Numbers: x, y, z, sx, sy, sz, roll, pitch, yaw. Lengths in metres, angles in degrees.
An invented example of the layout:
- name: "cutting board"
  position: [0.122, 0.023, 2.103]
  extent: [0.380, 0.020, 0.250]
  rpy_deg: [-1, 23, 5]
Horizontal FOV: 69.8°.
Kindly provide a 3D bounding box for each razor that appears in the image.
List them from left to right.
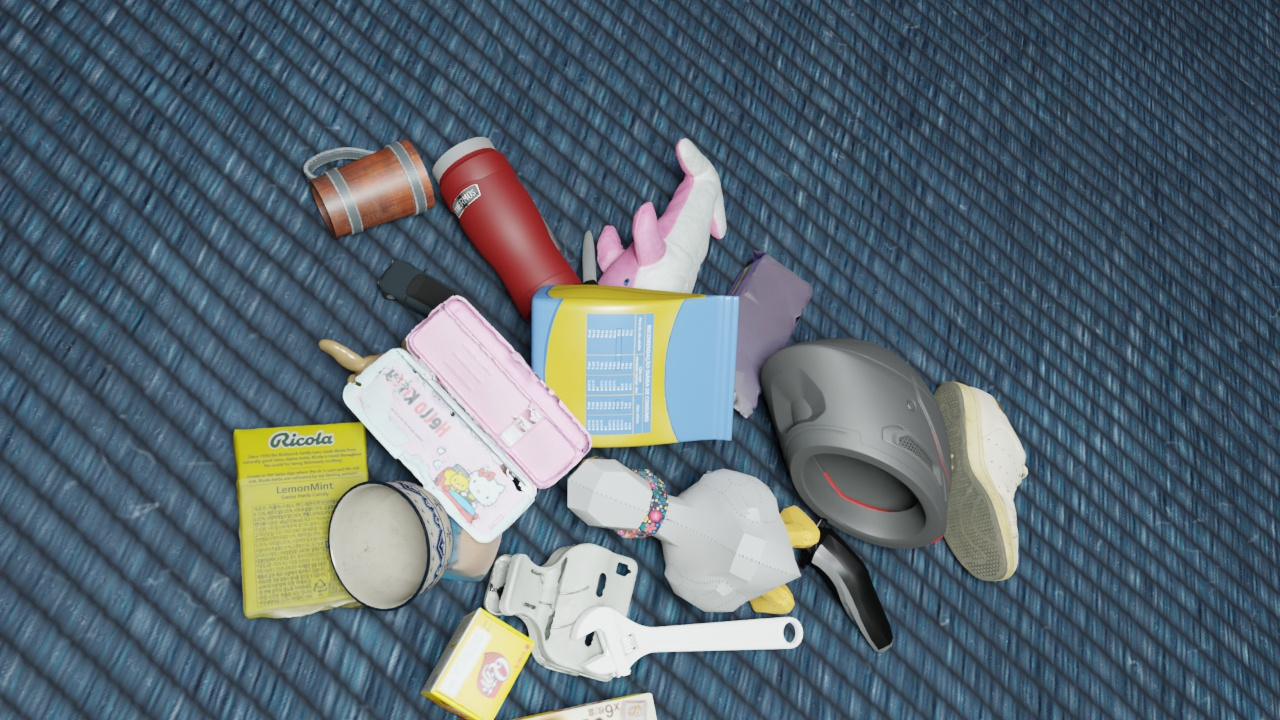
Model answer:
- name: "razor"
  position: [0.230, 0.250, 1.004]
  extent: [0.156, 0.060, 0.057]
  rpy_deg: [50, 38, 2]

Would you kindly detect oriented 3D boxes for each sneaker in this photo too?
- name: "sneaker"
  position: [0.414, 0.143, 1.091]
  extent: [0.102, 0.089, 0.241]
  rpy_deg: [8, 63, -23]

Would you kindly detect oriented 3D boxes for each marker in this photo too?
- name: "marker"
  position: [-0.056, -0.104, 1.047]
  extent: [0.016, 0.022, 0.138]
  rpy_deg: [29, 38, -32]

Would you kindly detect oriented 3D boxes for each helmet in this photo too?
- name: "helmet"
  position: [0.245, 0.071, 1.015]
  extent: [0.264, 0.165, 0.169]
  rpy_deg: [39, 50, -16]

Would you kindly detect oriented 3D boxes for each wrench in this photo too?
- name: "wrench"
  position: [0.055, 0.280, 0.928]
  extent: [0.273, 0.018, 0.066]
  rpy_deg: [7, 75, -29]

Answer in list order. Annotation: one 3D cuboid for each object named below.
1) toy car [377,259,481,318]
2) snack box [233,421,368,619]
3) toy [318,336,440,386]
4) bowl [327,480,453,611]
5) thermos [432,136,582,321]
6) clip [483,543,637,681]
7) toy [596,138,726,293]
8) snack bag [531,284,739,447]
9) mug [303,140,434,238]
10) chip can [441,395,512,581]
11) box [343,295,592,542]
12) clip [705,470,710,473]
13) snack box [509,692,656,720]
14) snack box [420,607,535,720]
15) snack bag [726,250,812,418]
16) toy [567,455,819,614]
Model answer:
- name: "toy car"
  position: [-0.228, -0.069, 0.996]
  extent: [0.112, 0.034, 0.046]
  rpy_deg: [29, 64, -4]
- name: "snack box"
  position: [-0.320, 0.152, 0.878]
  extent: [0.121, 0.045, 0.180]
  rpy_deg: [-3, 74, -21]
- name: "toy"
  position: [-0.243, 0.013, 0.927]
  extent: [0.134, 0.106, 0.108]
  rpy_deg: [48, 49, -2]
- name: "bowl"
  position: [-0.220, 0.163, 0.834]
  extent: [0.115, 0.116, 0.059]
  rpy_deg: [61, 24, 11]
- name: "thermos"
  position: [-0.143, -0.149, 1.033]
  extent: [0.198, 0.084, 0.107]
  rpy_deg: [57, 34, 7]
- name: "clip"
  position: [-0.085, 0.240, 0.909]
  extent: [0.151, 0.092, 0.125]
  rpy_deg: [20, 63, -17]
- name: "toy"
  position: [0.012, -0.124, 1.063]
  extent: [0.128, 0.187, 0.265]
  rpy_deg: [10, 61, 32]
- name: "snack bag"
  position: [-0.006, 0.005, 0.940]
  extent: [0.205, 0.102, 0.159]
  rpy_deg: [2, 104, 3]
- name: "mug"
  position: [-0.302, -0.196, 1.005]
  extent: [0.111, 0.082, 0.117]
  rpy_deg: [-26, 61, -21]
- name: "chip can"
  position: [-0.166, 0.103, 0.927]
  extent: [0.079, 0.080, 0.229]
  rpy_deg: [12, 67, -13]
- name: "box"
  position: [-0.161, 0.055, 0.876]
  extent: [0.154, 0.045, 0.201]
  rpy_deg: [-42, 92, -6]
- name: "clip"
  position: [0.104, 0.145, 1.020]
  extent: [0.074, 0.035, 0.023]
  rpy_deg: [21, 66, -2]
- name: "snack box"
  position: [-0.093, 0.385, 0.846]
  extent: [0.230, 0.062, 0.110]
  rpy_deg: [-5, 71, -19]
- name: "snack box"
  position: [-0.151, 0.283, 0.843]
  extent: [0.061, 0.106, 0.083]
  rpy_deg: [33, 64, -5]
- name: "snack bag"
  position: [0.129, -0.034, 1.080]
  extent: [0.096, 0.059, 0.204]
  rpy_deg: [34, 63, -3]
- name: "toy"
  position: [0.057, 0.169, 0.915]
  extent: [0.267, 0.247, 0.141]
  rpy_deg: [25, 84, -26]
